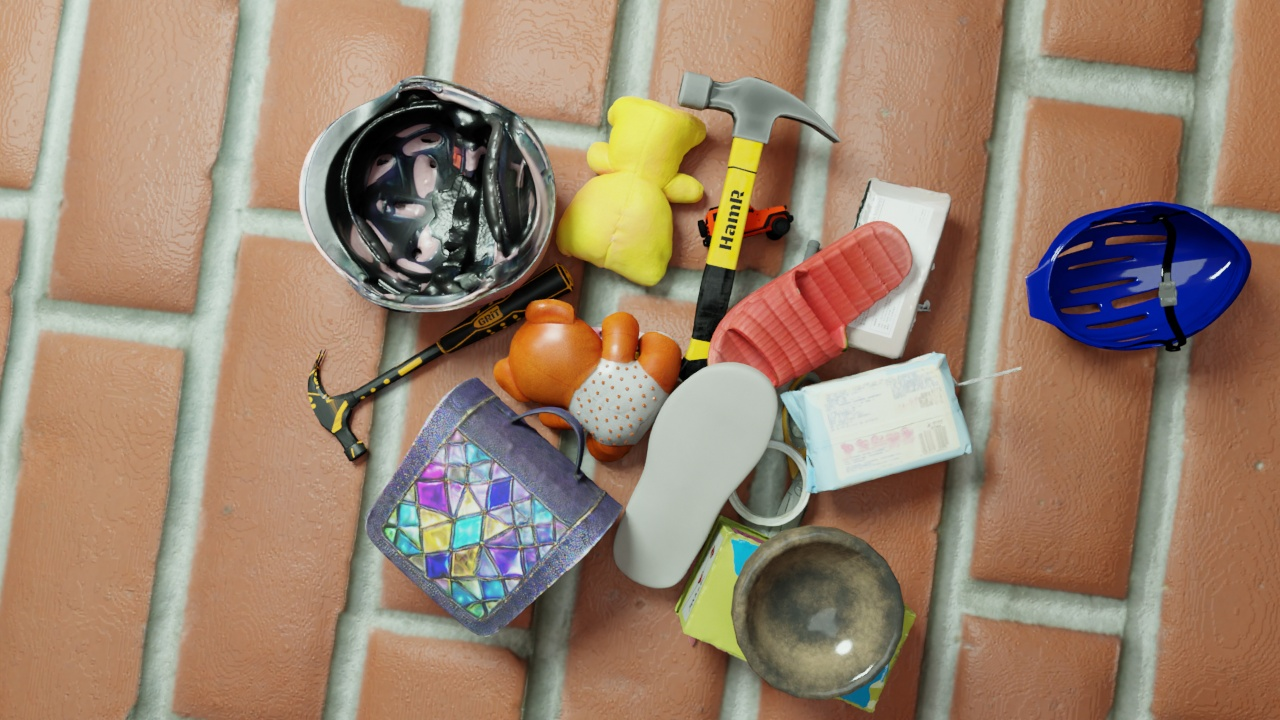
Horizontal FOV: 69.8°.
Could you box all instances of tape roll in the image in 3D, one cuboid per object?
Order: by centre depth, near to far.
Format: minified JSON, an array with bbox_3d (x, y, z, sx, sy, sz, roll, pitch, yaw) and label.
[{"bbox_3d":[0.138,0.132,0.993,0.093,0.013,0.093,0,91,17],"label":"tape roll"}]

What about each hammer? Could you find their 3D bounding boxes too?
[{"bbox_3d":[0.095,-0.127,0.954,0.170,0.034,0.325,12,100,-5],"label":"hammer"},{"bbox_3d":[-0.218,-0.018,1.006,0.320,0.036,0.123,-30,88,2],"label":"hammer"}]

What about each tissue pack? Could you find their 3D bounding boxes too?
[{"bbox_3d":[0.246,0.065,0.961,0.182,0.070,0.112,-15,90,1],"label":"tissue pack"},{"bbox_3d":[0.269,-0.094,0.990,0.104,0.071,0.181,17,87,16],"label":"tissue pack"}]

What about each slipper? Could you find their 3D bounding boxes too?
[{"bbox_3d":[0.173,-0.046,0.933,0.249,0.059,0.103,-39,108,8],"label":"slipper"},{"bbox_3d":[0.057,0.115,0.966,0.113,0.080,0.266,26,107,8],"label":"slipper"}]

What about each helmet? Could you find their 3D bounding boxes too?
[{"bbox_3d":[0.510,-0.082,0.899,0.241,0.227,0.148,-10,98,2],"label":"helmet"},{"bbox_3d":[-0.208,-0.162,0.948,0.255,0.152,0.230,1,91,3],"label":"helmet"}]

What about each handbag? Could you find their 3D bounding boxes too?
[{"bbox_3d":[-0.142,0.139,0.940,0.205,0.125,0.222,41,101,2],"label":"handbag"}]

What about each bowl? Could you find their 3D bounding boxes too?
[{"bbox_3d":[0.166,0.237,0.888,0.162,0.070,0.162,0,92,-2],"label":"bowl"}]

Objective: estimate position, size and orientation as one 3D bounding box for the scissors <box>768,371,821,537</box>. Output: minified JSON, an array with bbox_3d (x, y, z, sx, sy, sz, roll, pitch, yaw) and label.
[{"bbox_3d":[0.192,0.130,1.003,0.134,0.016,0.228,13,90,0],"label":"scissors"}]

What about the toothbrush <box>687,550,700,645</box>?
[{"bbox_3d":[0.060,0.220,1.003,0.015,0.015,0.184,2,89,0],"label":"toothbrush"}]

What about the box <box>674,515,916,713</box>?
[{"bbox_3d":[0.161,0.265,0.965,0.221,0.082,0.124,22,92,-5],"label":"box"}]

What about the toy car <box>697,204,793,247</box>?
[{"bbox_3d":[0.114,-0.148,0.993,0.100,0.051,0.049,-14,91,0],"label":"toy car"}]

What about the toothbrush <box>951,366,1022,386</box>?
[{"bbox_3d":[0.337,0.015,0.921,0.010,0.181,0.010,-31,85,-7],"label":"toothbrush"}]

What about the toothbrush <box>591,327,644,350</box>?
[{"bbox_3d":[-0.046,-0.029,1.012,0.135,0.016,0.021,10,89,-1],"label":"toothbrush"}]

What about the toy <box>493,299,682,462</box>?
[{"bbox_3d":[-0.059,0.015,0.964,0.172,0.092,0.164,31,114,-6],"label":"toy"}]

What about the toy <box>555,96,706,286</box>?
[{"bbox_3d":[-0.001,-0.185,0.980,0.134,0.087,0.194,21,88,-3],"label":"toy"}]

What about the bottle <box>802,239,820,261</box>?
[{"bbox_3d":[0.173,-0.077,1.001,0.030,0.030,0.113,19,89,1],"label":"bottle"}]

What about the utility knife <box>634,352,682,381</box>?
[{"bbox_3d":[-0.006,0.006,1.008,0.219,0.019,0.030,12,94,6],"label":"utility knife"}]
